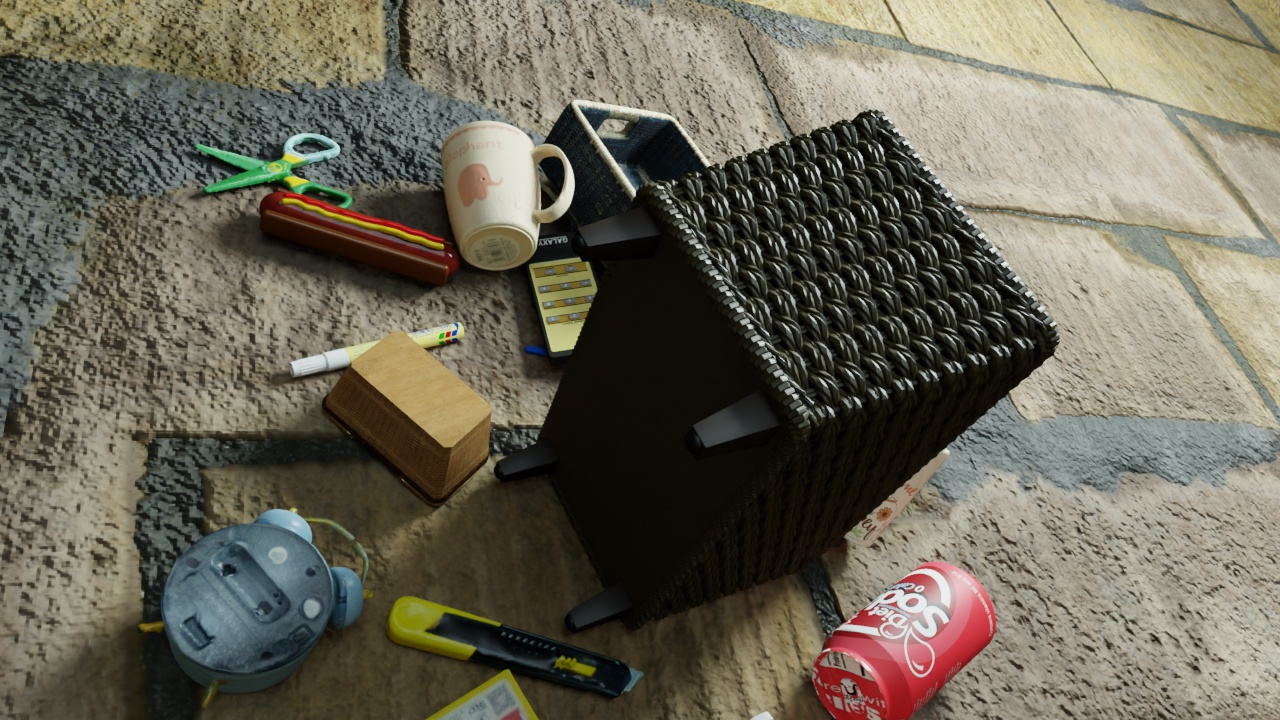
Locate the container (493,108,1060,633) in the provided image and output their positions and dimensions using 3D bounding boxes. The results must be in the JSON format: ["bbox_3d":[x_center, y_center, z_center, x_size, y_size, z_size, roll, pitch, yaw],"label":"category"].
[{"bbox_3d":[0.047,0.033,0.575,0.204,0.322,0.176,-17,64,-28],"label":"container"}]

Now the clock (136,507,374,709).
[{"bbox_3d":[-0.215,0.136,0.532,0.089,0.052,0.124,43,47,11],"label":"clock"}]

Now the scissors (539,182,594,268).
[{"bbox_3d":[-0.065,-0.122,0.836,0.086,0.016,0.135,-25,68,-37],"label":"scissors"}]

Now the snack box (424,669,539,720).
[{"bbox_3d":[-0.132,0.258,0.486,0.200,0.042,0.092,-22,67,-38],"label":"snack box"}]

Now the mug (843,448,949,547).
[{"bbox_3d":[0.192,0.094,0.745,0.081,0.097,0.121,35,10,27],"label":"mug"}]

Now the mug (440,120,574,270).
[{"bbox_3d":[-0.109,-0.138,0.766,0.111,0.085,0.104,-16,60,11],"label":"mug"}]

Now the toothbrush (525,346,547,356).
[{"bbox_3d":[-0.005,0.004,0.768,0.186,0.011,0.016,10,51,-20],"label":"toothbrush"}]

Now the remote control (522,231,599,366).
[{"bbox_3d":[-0.062,-0.055,0.770,0.058,0.013,0.133,-10,55,-13],"label":"remote control"}]

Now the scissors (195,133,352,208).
[{"bbox_3d":[-0.296,-0.160,0.749,0.128,0.012,0.119,18,48,-15],"label":"scissors"}]

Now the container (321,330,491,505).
[{"bbox_3d":[-0.156,0.035,0.634,0.114,0.061,0.063,39,47,6],"label":"container"}]

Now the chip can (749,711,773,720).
[{"bbox_3d":[0.116,0.313,0.530,0.062,0.062,0.210,-17,54,-35],"label":"chip can"}]

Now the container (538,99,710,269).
[{"bbox_3d":[0.011,-0.140,0.831,0.145,0.071,0.187,-8,58,-47],"label":"container"}]

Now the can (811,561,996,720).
[{"bbox_3d":[0.194,0.206,0.668,0.142,0.075,0.074,-21,67,-37],"label":"can"}]

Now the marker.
[{"bbox_3d":[-0.193,-0.008,0.682,0.132,0.014,0.014,-16,63,-35],"label":"marker"}]

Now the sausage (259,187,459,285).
[{"bbox_3d":[-0.219,-0.097,0.721,0.155,0.040,0.040,17,49,-15],"label":"sausage"}]

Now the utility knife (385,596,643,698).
[{"bbox_3d":[-0.077,0.186,0.587,0.171,0.020,0.028,20,50,-13],"label":"utility knife"}]
